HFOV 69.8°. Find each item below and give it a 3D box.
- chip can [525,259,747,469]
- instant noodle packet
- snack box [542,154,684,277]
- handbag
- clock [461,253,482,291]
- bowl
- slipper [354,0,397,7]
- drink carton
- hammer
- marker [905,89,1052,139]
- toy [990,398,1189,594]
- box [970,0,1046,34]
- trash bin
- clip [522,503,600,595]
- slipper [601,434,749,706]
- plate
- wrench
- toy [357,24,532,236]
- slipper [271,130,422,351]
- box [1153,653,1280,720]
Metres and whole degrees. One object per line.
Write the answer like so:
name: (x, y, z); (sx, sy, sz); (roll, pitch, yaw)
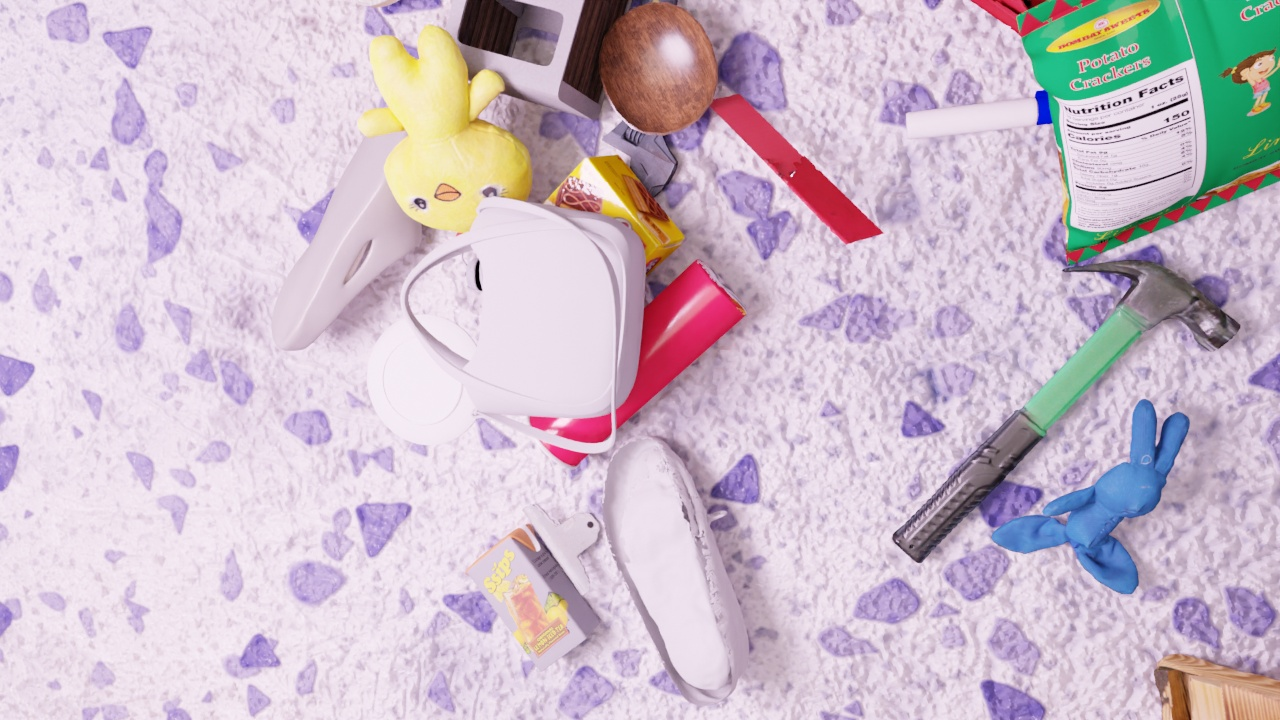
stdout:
chip can: (-0.005, 0.005, 0.847); (0.221, 0.069, 0.069); (-42, 83, 14)
instant noodle packet: (0.391, -0.191, 0.663); (0.196, 0.253, 0.090); (-23, 45, 16)
snack box: (-0.029, -0.121, 0.839); (0.084, 0.061, 0.106); (-41, 84, 29)
handbag: (-0.112, -0.032, 0.792); (0.223, 0.095, 0.216); (6, 97, 16)
clock: (-0.118, -0.090, 0.887); (0.123, 0.035, 0.094); (26, 100, 11)
bowl: (0.017, -0.258, 0.819); (0.102, 0.026, 0.114); (-22, 92, 12)
slipper: (-0.194, -0.448, 0.871); (0.263, 0.052, 0.115); (-42, 81, 18)
drink carton: (-0.106, 0.231, 0.903); (0.076, 0.048, 0.125); (-40, 84, 15)
hammer: (0.333, 0.049, 0.780); (0.130, 0.032, 0.319); (41, 104, 8)
marker: (0.293, -0.207, 0.773); (0.133, 0.023, 0.027); (-3, 72, 15)
toy: (0.386, 0.118, 0.749); (0.113, 0.070, 0.177); (28, 115, -2)
box: (0.259, -0.357, 0.646); (0.164, 0.153, 0.213); (-32, 57, -6)
trash bin: (-0.075, -0.348, 0.813); (0.114, 0.114, 0.229); (19, 99, 13)
clip: (-0.072, 0.177, 0.903); (0.102, 0.052, 0.058); (55, 134, 5)
slipper: (0.037, 0.186, 0.847); (0.112, 0.074, 0.246); (-23, 78, 9)
plate: (-0.222, 0.020, 0.937); (0.135, 0.011, 0.134); (1, 95, 15)
wrench: (0.012, -0.280, 0.843); (0.073, 0.022, 0.273); (10, 98, 15)
toy: (-0.167, -0.191, 0.809); (0.134, 0.208, 0.092); (-8, 48, 11)
slipper: (-0.270, -0.118, 0.907); (0.266, 0.080, 0.113); (-60, 37, 4)
box: (0.587, 0.363, 0.676); (0.335, 0.285, 0.279); (-5, 95, 51)
